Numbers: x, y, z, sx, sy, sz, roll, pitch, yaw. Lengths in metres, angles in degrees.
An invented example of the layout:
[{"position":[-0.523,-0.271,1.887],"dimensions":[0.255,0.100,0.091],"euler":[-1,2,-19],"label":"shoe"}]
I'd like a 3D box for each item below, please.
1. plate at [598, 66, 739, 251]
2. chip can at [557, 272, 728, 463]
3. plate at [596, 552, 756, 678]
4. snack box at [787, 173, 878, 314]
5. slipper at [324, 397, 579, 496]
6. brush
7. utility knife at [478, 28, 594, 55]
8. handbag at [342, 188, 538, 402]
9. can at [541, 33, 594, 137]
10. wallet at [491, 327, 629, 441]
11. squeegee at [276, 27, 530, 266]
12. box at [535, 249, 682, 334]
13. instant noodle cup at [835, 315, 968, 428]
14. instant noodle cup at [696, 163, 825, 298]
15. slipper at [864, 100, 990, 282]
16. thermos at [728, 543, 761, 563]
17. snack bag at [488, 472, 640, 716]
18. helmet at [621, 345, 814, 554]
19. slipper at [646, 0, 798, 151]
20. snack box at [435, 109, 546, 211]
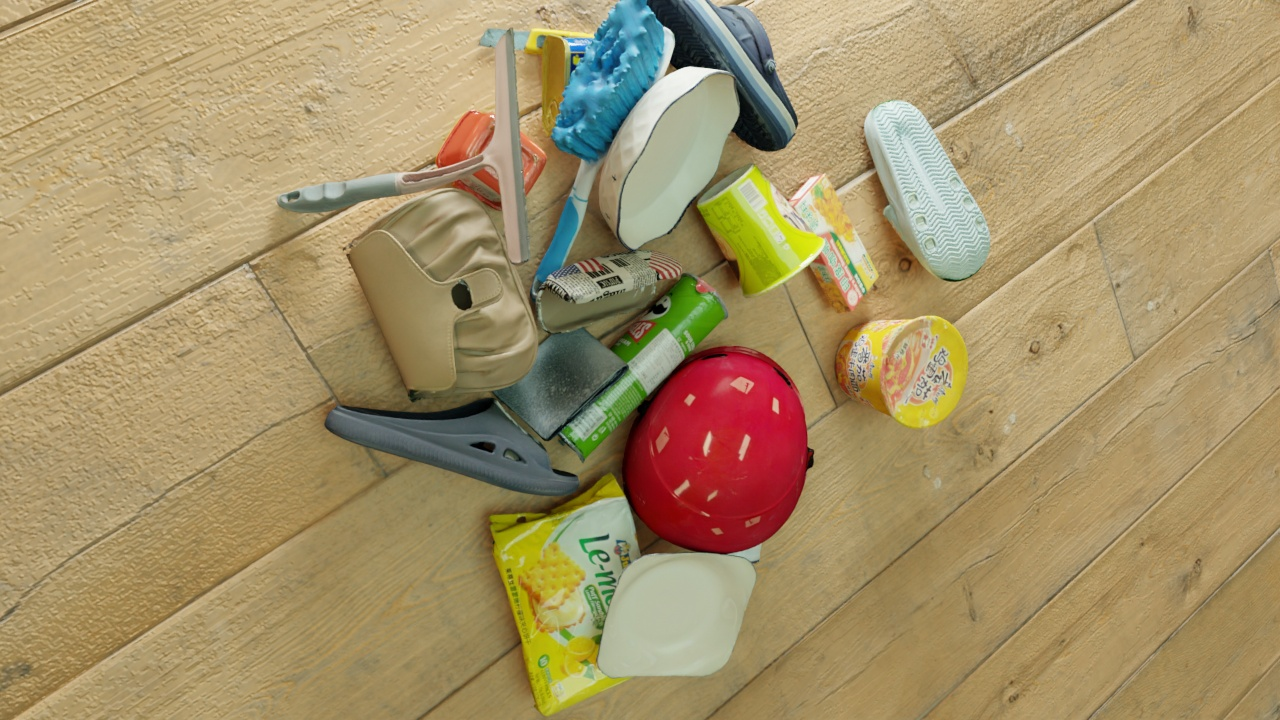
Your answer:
[{"position":[0.027,-0.212,0.950],"dimensions":[0.045,0.205,0.204],"euler":[36,78,16],"label":"plate"},{"position":[-0.006,0.006,1.013],"dimensions":[0.235,0.072,0.072],"euler":[-45,114,-13],"label":"chip can"},{"position":[0.036,0.272,1.001],"dimensions":[0.164,0.034,0.164],"euler":[7,111,-21],"label":"plate"},{"position":[0.233,-0.142,1.123],"dimensions":[0.076,0.027,0.156],"euler":[-48,115,-31],"label":"snack box"},{"position":[-0.175,0.073,0.924],"dimensions":[0.268,0.111,0.083],"euler":[19,86,-24],"label":"slipper"},{"position":[-0.055,-0.200,0.915],"dimensions":[0.315,0.060,0.109],"euler":[-59,154,9],"label":"brush"},{"position":[-0.072,-0.328,0.963],"dimensions":[0.201,0.015,0.033],"euler":[-3,97,-25],"label":"utility knife"},{"position":[-0.188,-0.061,0.900],"dimensions":[0.147,0.100,0.204],"euler":[-25,103,-18],"label":"handbag"},{"position":[-0.053,-0.282,0.949],"dimensions":[0.083,0.057,0.102],"euler":[-10,117,-27],"label":"can"},{"position":[-0.086,0.019,0.971],"dimensions":[0.120,0.097,0.019],"euler":[-42,148,-14],"label":"wallet"},{"position":[-0.219,-0.169,0.850],"dimensions":[0.250,0.040,0.247],"euler":[-11,69,12],"label":"squeegee"},{"position":[-0.030,-0.075,0.970],"dimensions":[0.161,0.087,0.075],"euler":[-17,106,-36],"label":"box"},{"position":[0.321,0.008,1.151],"dimensions":[0.137,0.110,0.138],"euler":[-4,100,-25],"label":"instant noodle cup"},{"position":[0.129,-0.153,1.043],"dimensions":[0.111,0.112,0.123],"euler":[-41,104,-15],"label":"instant noodle cup"},{"position":[0.349,-0.208,1.157],"dimensions":[0.104,0.074,0.245],"euler":[-28,93,-19],"label":"slipper"},{"position":[0.129,0.125,1.100],"dimensions":[0.073,0.073,0.224],"euler":[9,93,-27],"label":"thermos"},{"position":[-0.073,0.263,1.021],"dimensions":[0.157,0.068,0.246],"euler":[-18,106,-21],"label":"snack bag"},{"position":[0.089,0.101,0.998],"dimensions":[0.207,0.144,0.240],"euler":[18,91,2],"label":"helmet"},{"position":[0.095,-0.338,0.992],"dimensions":[0.253,0.105,0.095],"euler":[45,77,-24],"label":"slipper"},{"position":[-0.146,-0.198,0.911],"dimensions":[0.091,0.080,0.082],"euler":[34,83,-26],"label":"snack box"}]
